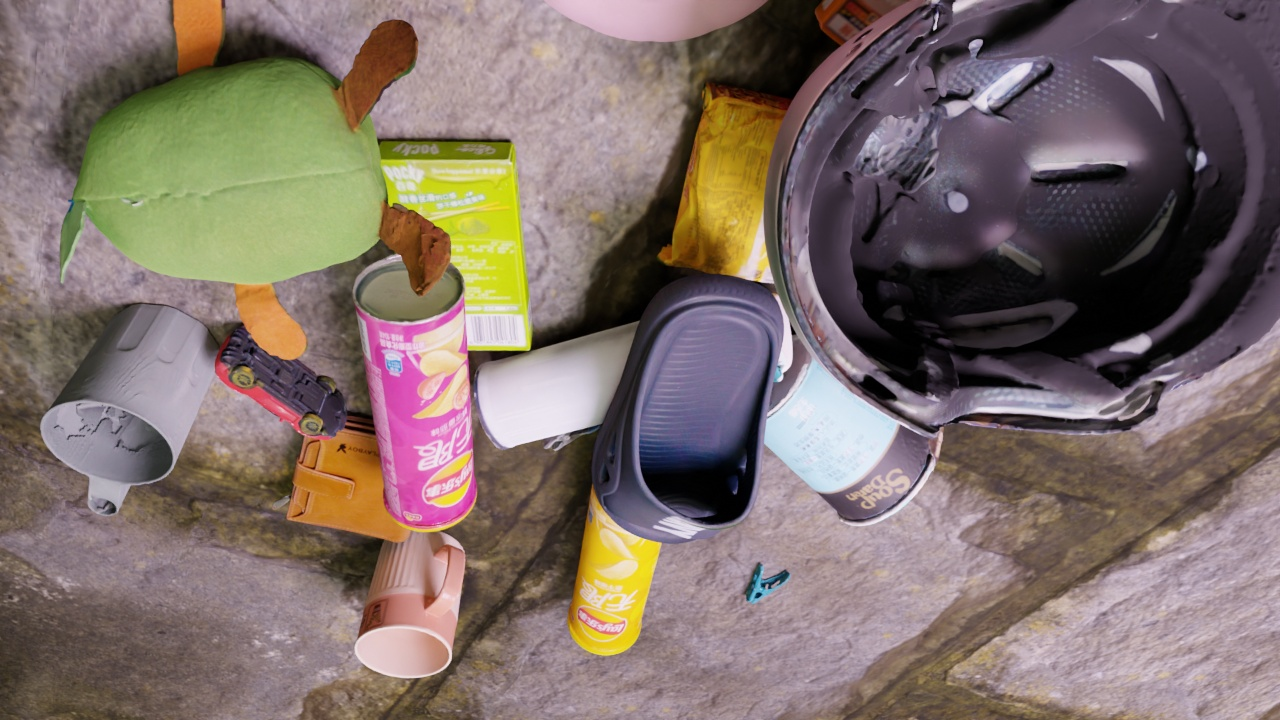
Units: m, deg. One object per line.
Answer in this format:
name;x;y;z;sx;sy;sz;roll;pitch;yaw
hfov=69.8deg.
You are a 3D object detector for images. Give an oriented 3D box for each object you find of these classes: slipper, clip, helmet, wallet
slipper;0.027;0.062;0.603;0.110;0.083;0.269;6;138;-6
clip;-0.058;0.053;0.730;0.042;0.026;0.058;27;131;-32
helmet;0.183;-0.084;0.473;0.274;0.157;0.230;-13;108;-10
wallet;-0.238;0.097;0.765;0.119;0.035;0.131;12;131;-19
clip;0.117;0.217;0.888;0.033;0.013;0.054;20;127;-17

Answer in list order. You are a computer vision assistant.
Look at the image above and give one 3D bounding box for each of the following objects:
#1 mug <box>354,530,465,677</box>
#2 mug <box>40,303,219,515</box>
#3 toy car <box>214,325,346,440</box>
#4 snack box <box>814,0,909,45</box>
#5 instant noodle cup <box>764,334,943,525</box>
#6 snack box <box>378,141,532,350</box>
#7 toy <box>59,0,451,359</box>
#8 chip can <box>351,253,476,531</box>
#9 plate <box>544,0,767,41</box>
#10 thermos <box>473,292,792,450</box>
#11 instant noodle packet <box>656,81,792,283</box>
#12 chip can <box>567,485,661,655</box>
mug;-0.193;0.206;0.812;0.081;0.105;0.115;30;125;-25
mug;-0.361;0.035;0.657;0.083;0.103;0.124;19;131;-17
toy car;-0.264;0.021;0.680;0.031;0.049;0.106;-31;126;25
snack box;0.179;-0.178;0.515;0.153;0.026;0.075;28;127;-23
instant noodle cup;0.139;0.043;0.673;0.120;0.111;0.111;37;123;-19
snack box;-0.120;-0.072;0.612;0.086;0.026;0.157;0;133;0
toy;-0.224;-0.107;0.531;0.247;0.089;0.227;-3;105;14
chip can;-0.152;0.029;0.639;0.071;0.071;0.211;4;134;-4
plate;0.009;-0.243;0.446;0.192;0.039;0.193;0;132;0
thermos;-0.004;0.004;0.653;0.224;0.073;0.073;-15;131;15
instant noodle packet;0.076;-0.102;0.574;0.111;0.044;0.129;12;128;-3
chip can;-0.019;0.174;0.807;0.072;0.072;0.214;6;132;-6
